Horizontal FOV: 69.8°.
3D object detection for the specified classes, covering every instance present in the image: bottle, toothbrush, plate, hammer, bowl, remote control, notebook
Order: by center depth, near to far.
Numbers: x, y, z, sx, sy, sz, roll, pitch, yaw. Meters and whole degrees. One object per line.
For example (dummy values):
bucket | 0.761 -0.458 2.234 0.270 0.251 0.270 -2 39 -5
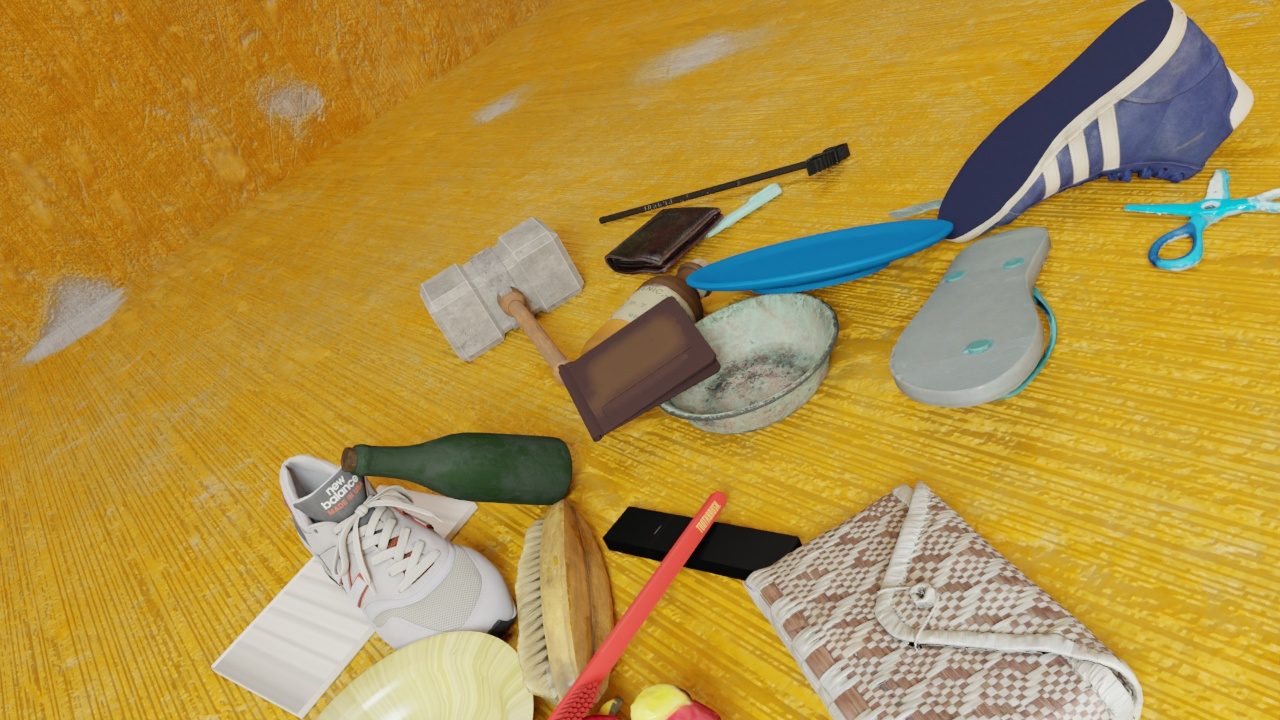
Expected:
plate | -0.138 0.251 0.552 0.184 0.036 0.184 -22 30 13
toothbrush | 0.007 0.143 0.555 0.018 0.012 0.211 -35 7 44
remote control | 0.039 0.124 0.621 0.150 0.013 0.034 2 37 42
bottle | -0.138 0.080 0.696 0.055 0.174 0.055 -16 70 54
bowl | 0.087 0.007 0.736 0.158 0.038 0.157 -21 30 13
notebook | -0.247 0.190 0.771 0.143 0.009 0.209 2 41 41
plate | 0.151 -0.082 0.782 0.224 0.024 0.224 -13 12 3
bottle | 0.017 -0.037 0.836 0.068 0.068 0.156 6 44 45
hammer | -0.117 -0.040 0.940 0.162 0.083 0.317 -33 30 -7
hammer | 0.077 -0.196 1.071 0.326 0.015 0.094 -9 17 36

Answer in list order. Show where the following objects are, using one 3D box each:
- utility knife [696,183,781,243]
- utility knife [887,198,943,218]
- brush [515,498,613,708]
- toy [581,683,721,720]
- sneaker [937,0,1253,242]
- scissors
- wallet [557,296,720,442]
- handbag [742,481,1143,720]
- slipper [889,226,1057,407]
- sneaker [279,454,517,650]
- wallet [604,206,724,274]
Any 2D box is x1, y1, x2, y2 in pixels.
utility knife | 0.086 -0.148 1.002 0.166 0.015 0.022 -33 17 -9
utility knife | 0.328 -0.155 0.806 0.222 0.015 0.031 -10 33 24
brush | -0.051 0.156 0.601 0.043 0.059 0.195 -35 24 10
toy | -0.014 0.219 0.482 0.137 0.067 0.105 -34 25 16
sneaker | 0.366 -0.164 0.741 0.234 0.118 0.091 -51 25 37
scissors | 0.412 -0.103 0.656 0.134 0.011 0.139 14 49 47
wallet | -0.004 0.004 0.737 0.115 0.018 0.091 -31 46 0
handbag | 0.142 0.139 0.477 0.124 0.047 0.185 -32 29 -3
slipper | 0.242 -0.023 0.653 0.098 0.055 0.267 -12 22 32
sneaker | -0.200 0.135 0.684 0.240 0.124 0.088 13 48 42
wallet | 0.026 -0.132 1.008 0.099 0.031 0.120 -44 25 -19
